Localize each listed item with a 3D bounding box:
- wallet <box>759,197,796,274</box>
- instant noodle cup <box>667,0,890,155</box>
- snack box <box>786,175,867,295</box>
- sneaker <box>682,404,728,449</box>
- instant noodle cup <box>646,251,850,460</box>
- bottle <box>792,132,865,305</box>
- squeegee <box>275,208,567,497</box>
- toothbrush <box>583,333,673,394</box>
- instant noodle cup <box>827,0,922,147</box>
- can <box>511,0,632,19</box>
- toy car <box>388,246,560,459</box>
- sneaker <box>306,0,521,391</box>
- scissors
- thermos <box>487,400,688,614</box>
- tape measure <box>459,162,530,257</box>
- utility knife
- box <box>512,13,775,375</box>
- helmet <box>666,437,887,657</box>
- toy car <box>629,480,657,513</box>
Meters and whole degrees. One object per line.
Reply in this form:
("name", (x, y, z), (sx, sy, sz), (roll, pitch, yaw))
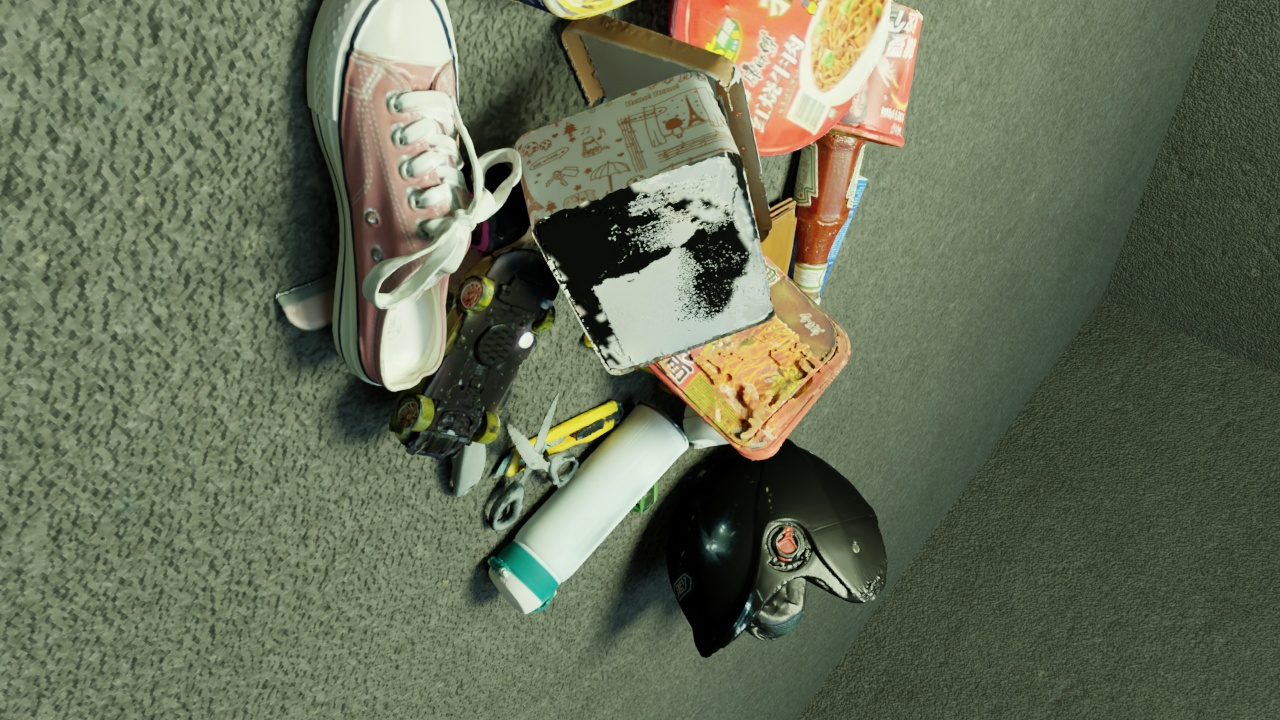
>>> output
("wallet", (0.124, -0.094, 0.950), (0.118, 0.035, 0.131), (-35, 145, -36))
("instant noodle cup", (0.091, -0.252, 0.675), (0.193, 0.066, 0.194), (-14, 120, -26))
("snack box", (0.200, -0.137, 1.036), (0.084, 0.026, 0.157), (-12, 127, -52))
("sneaker", (0.089, 0.047, 0.997), (0.242, 0.089, 0.090), (31, 54, -75))
("instant noodle cup", (0.084, -0.015, 0.853), (0.164, 0.189, 0.079), (-45, 178, -20))
("bottle", (0.187, -0.147, 0.956), (0.059, 0.060, 0.206), (-28, 134, -43))
("squeegee", (-0.126, 0.018, 0.669), (0.246, 0.040, 0.250), (-32, 143, -39))
("toothbrush", (-0.005, 0.005, 0.866), (0.016, 0.016, 0.190), (-53, 152, 4))
("instant noodle cup", (0.172, -0.250, 0.784), (0.137, 0.138, 0.109), (-8, 116, -54))
("can", (-0.024, -0.256, 0.552), (0.147, 0.049, 0.075), (-37, 144, -33))
("toy car", (-0.107, -0.004, 0.600), (0.070, 0.042, 0.158), (21, 103, -51))
("sneaker", (-0.121, -0.090, 0.504), (0.118, 0.088, 0.241), (-21, 125, -49))
("scissors", (-0.090, 0.088, 0.779), (0.175, 0.014, 0.159), (-52, 158, 19))
("thermos", (-0.050, 0.141, 0.872), (0.223, 0.073, 0.073), (-46, 149, -19))
("tape measure", (-0.098, -0.097, 0.579), (0.039, 0.058, 0.057), (-32, 99, -29))
("utility knife", (-0.069, 0.072, 0.830), (0.164, 0.015, 0.033), (-24, 135, -45))
("box", (0.005, -0.127, 0.622), (0.153, 0.180, 0.183), (-21, 145, 3))
("helmet", (0.142, 0.220, 1.086), (0.274, 0.230, 0.234), (-30, 165, -31))
("toy car", (-0.004, 0.123, 0.963), (0.043, 0.036, 0.091), (-39, 142, -29))
